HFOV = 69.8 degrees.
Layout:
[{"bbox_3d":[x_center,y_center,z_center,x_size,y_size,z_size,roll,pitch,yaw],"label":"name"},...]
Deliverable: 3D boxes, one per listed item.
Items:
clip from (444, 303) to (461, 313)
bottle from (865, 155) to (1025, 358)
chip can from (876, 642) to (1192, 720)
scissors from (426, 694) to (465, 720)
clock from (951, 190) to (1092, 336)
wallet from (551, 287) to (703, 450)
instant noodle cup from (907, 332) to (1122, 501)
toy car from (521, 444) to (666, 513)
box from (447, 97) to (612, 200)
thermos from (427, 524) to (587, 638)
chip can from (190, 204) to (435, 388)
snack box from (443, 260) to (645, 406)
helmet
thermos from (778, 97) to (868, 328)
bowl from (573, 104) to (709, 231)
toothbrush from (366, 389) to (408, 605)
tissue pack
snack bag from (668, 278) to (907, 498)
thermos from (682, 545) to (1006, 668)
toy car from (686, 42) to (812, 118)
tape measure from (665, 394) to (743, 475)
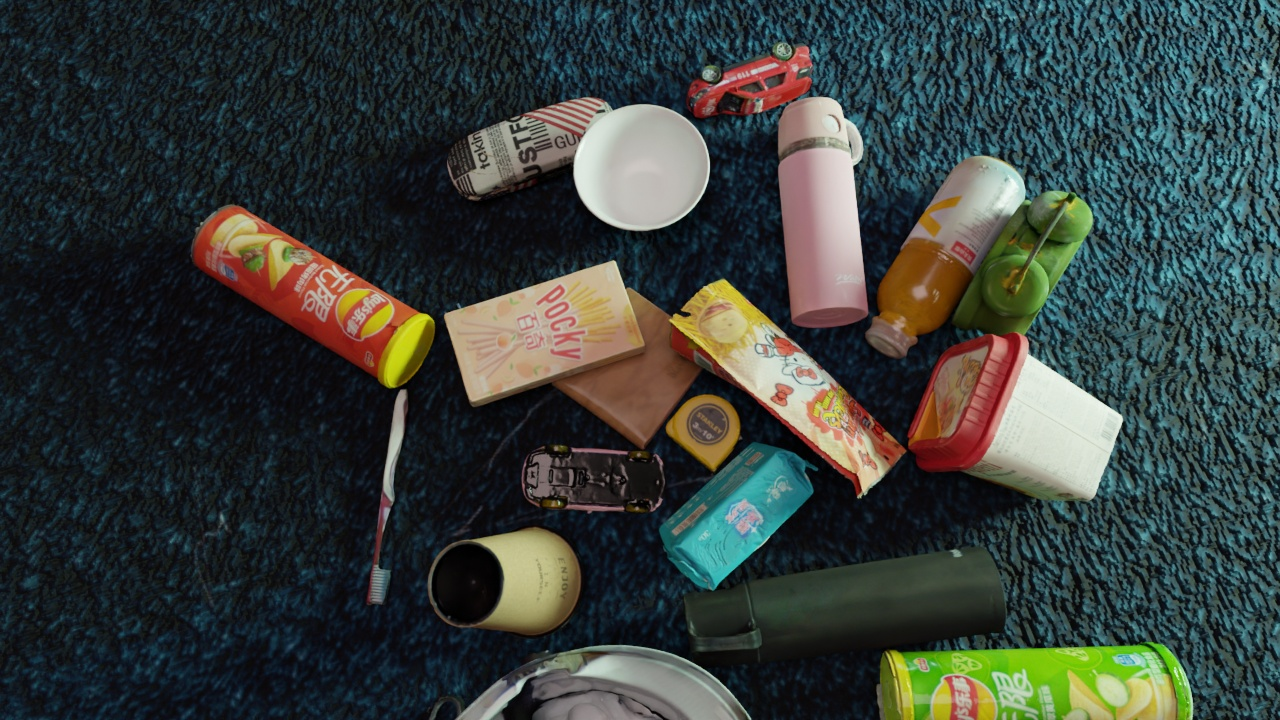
[{"bbox_3d":[-0.155,-0.022,0.820,0.038,0.026,0.058,-33,81,-13],"label":"clip"},{"bbox_3d":[0.258,-0.087,0.789,0.068,0.068,0.189,33,81,10],"label":"bottle"},{"bbox_3d":[0.299,0.256,0.704,0.221,0.072,0.072,-2,76,2],"label":"chip can"},{"bbox_3d":[-0.134,0.353,0.735,0.163,0.014,0.165,-35,78,-4],"label":"scissors"},{"bbox_3d":[0.307,-0.073,0.737,0.056,0.161,0.116,31,80,19],"label":"clock"},{"bbox_3d":[-0.005,0.005,0.809,0.101,0.020,0.115,35,78,9],"label":"wallet"},{"bbox_3d":[0.300,0.053,0.737,0.124,0.116,0.116,26,80,-3],"label":"instant noodle cup"},{"bbox_3d":[-0.039,0.102,0.779,0.122,0.037,0.056,5,79,-9],"label":"toy car"},{"bbox_3d":[-0.099,-0.198,0.847,0.164,0.052,0.068,-23,57,-2],"label":"box"},{"bbox_3d":[-0.103,0.173,0.716,0.093,0.143,0.093,-4,77,16],"label":"thermos"},{"bbox_3d":[-0.288,-0.059,0.811,0.216,0.073,0.073,31,80,10],"label":"chip can"},{"bbox_3d":[-0.082,-0.024,0.793,0.157,0.026,0.084,-19,74,-5],"label":"snack box"},{"bbox_3d":[-0.040,0.328,0.669,0.258,0.146,0.229,-34,79,-14],"label":"helmet"},{"bbox_3d":[0.166,-0.130,0.812,0.087,0.067,0.198,6,73,-28],"label":"thermos"},{"bbox_3d":[0.002,-0.160,0.822,0.118,0.065,0.118,-1,76,4],"label":"bowl"},{"bbox_3d":[-0.216,0.116,0.795,0.017,0.016,0.187,6,77,-4],"label":"toothbrush"},{"bbox_3d":[0.077,0.120,0.735,0.133,0.093,0.050,-42,94,-5],"label":"tissue pack"},{"bbox_3d":[0.120,0.023,0.751,0.208,0.128,0.073,40,113,16],"label":"snack bag"},{"bbox_3d":[0.157,0.200,0.717,0.242,0.090,0.068,-9,92,1],"label":"thermos"},{"bbox_3d":[0.101,-0.253,0.845,0.120,0.053,0.045,-17,78,-2],"label":"toy car"},{"bbox_3d":[0.057,0.059,0.786,0.060,0.029,0.057,39,82,13],"label":"tape measure"}]
